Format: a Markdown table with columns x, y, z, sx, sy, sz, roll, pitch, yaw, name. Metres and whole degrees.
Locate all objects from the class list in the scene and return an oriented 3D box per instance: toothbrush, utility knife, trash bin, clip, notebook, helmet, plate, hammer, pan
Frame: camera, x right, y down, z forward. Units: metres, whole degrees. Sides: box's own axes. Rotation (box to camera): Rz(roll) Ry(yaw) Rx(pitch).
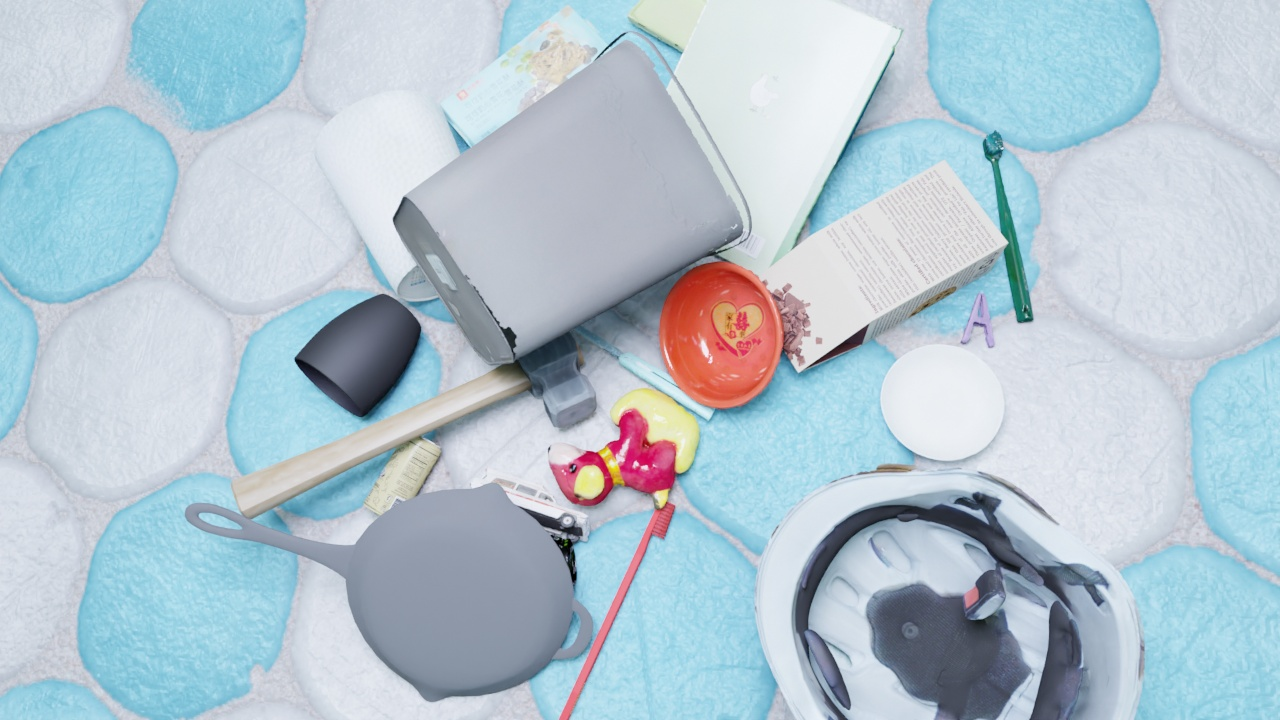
| x | y | z | sx | sy | sz | roll | pitch | yaw | name |
| --- | --- | --- | --- | --- | --- | --- | --- | --- | --- |
| -0.018 | 0.220 | 0.804 | 0.018 | 0.012 | 0.212 | 23 | 79 | 13 | toothbrush |
| -0.005 | 0.005 | 0.863 | 0.177 | 0.016 | 0.022 | 31 | 51 | 16 | utility knife |
| -0.068 | -0.119 | 0.768 | 0.219 | 0.198 | 0.197 | -35 | 100 | -17 | trash bin |
| 0.311 | -0.033 | 0.832 | 0.046 | 0.014 | 0.050 | 35 | 84 | 15 | clip |
| 0.103 | -0.223 | 0.860 | 0.182 | 0.010 | 0.253 | 29 | 104 | 16 | notebook |
| 0.220 | 0.211 | 0.697 | 0.264 | 0.164 | 0.236 | 26 | 75 | 20 | helmet |
| 0.264 | 0.039 | 0.810 | 0.104 | 0.026 | 0.104 | -2 | 73 | 7 | plate |
| -0.202 | 0.055 | 0.821 | 0.322 | 0.051 | 0.117 | -25 | 65 | -12 | hammer |
| 0.341 | -0.127 | 0.851 | 0.016 | 0.017 | 0.189 | -6 | 73 | 6 | toothbrush |
| -0.218 | -0.152 | 0.881 | 0.133 | 0.133 | 0.161 | -28 | 78 | -1 | trash bin |
| -0.212 | 0.183 | 0.768 | 0.354 | 0.024 | 0.217 | 18 | 105 | -2 | pan |

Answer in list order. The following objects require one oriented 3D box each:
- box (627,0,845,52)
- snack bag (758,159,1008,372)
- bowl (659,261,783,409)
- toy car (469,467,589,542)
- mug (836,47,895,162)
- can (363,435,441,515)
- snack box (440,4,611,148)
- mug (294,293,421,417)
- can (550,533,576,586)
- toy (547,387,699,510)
| x | y | z | sx | sy | sz | roll | pitch | yaw | name |
| --- | --- | --- | --- | --- | --- | --- | --- | --- | --- |
| 0.098 | -0.355 | 0.944 | 0.187 | 0.024 | 0.137 | 33 | 75 | 15 | box |
| 0.207 | -0.079 | 0.828 | 0.206 | 0.070 | 0.094 | -30 | 73 | -1 | snack bag |
| 0.081 | -0.023 | 0.824 | 0.131 | 0.045 | 0.130 | 5 | 98 | 39 | bowl |
| -0.097 | 0.129 | 0.830 | 0.113 | 0.039 | 0.039 | 15 | 55 | 11 | toy car |
| 0.186 | -0.256 | 0.882 | 0.078 | 0.078 | 0.121 | 21 | 83 | 13 | mug |
| -0.220 | 0.107 | 0.850 | 0.038 | 0.038 | 0.079 | 26 | 79 | 14 | can |
| -0.112 | -0.277 | 0.937 | 0.174 | 0.053 | 0.075 | -39 | 72 | -5 | snack box |
| -0.272 | -0.014 | 0.878 | 0.119 | 0.085 | 0.100 | 16 | 59 | 42 | mug |
| -0.128 | 0.186 | 0.807 | 0.138 | 0.054 | 0.054 | -9 | 73 | 5 | can |
| -0.009 | 0.087 | 0.821 | 0.137 | 0.067 | 0.105 | -29 | 74 | -14 | toy |
